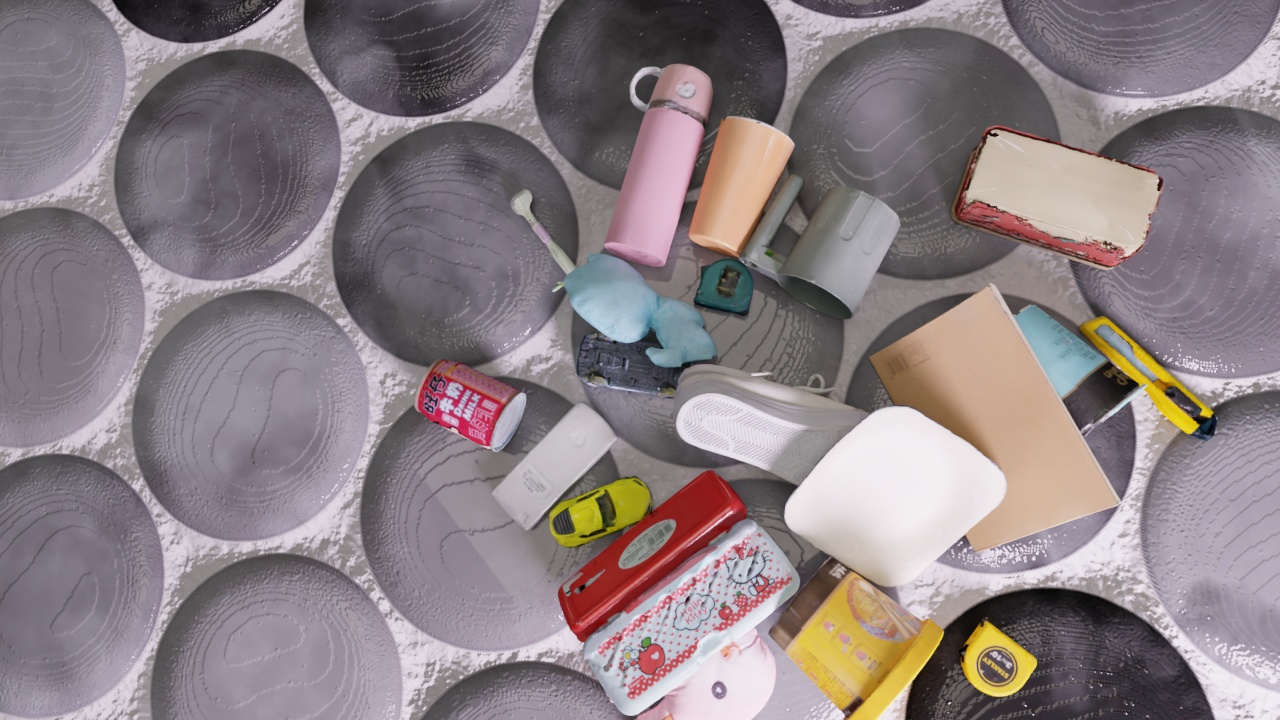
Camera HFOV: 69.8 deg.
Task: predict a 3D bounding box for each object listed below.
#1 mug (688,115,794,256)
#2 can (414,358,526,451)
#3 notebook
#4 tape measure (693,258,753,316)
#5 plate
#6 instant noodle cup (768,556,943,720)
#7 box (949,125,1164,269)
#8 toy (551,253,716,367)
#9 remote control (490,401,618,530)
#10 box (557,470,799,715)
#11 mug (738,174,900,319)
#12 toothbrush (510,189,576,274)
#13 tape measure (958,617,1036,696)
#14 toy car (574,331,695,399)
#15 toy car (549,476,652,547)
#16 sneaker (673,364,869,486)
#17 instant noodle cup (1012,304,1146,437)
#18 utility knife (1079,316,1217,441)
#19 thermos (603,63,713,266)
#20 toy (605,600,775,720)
[{"bbox_3d":[0.095,-0.170,0.915,0.078,0.078,0.122,22,89,10],"label":"mug"},{"bbox_3d":[-0.171,0.043,0.919,0.094,0.066,0.066,24,85,10],"label":"can"},{"bbox_3d":[0.310,0.057,0.830,0.012,0.150,0.211,-16,75,-40],"label":"notebook"},{"bbox_3d":[0.086,-0.075,0.924,0.058,0.025,0.054,13,84,9],"label":"tape measure"},{"bbox_3d":[0.228,0.119,0.836,0.163,0.034,0.165,33,112,-17],"label":"plate"},{"bbox_3d":[0.186,0.248,0.819,0.114,0.118,0.118,39,88,19],"label":"instant noodle cup"},{"bbox_3d":[0.392,-0.155,0.869,0.168,0.077,0.091,20,83,11],"label":"box"},{"bbox_3d":[-0.008,-0.051,0.902,0.156,0.050,0.161,9,39,-20],"label":"toy"},{"bbox_3d":[-0.085,0.105,0.921,0.056,0.019,0.135,43,89,12],"label":"remote control"},{"bbox_3d":[0.027,0.206,0.843,0.201,0.065,0.159,-38,49,0],"label":"box"},{"bbox_3d":[0.174,-0.114,0.889,0.124,0.084,0.103,30,84,10],"label":"mug"},{"bbox_3d":[-0.074,-0.099,0.953,0.029,0.020,0.189,-43,78,30],"label":"toothbrush"},{"bbox_3d":[0.322,0.274,0.836,0.060,0.029,0.057,37,86,11],"label":"tape measure"},{"bbox_3d":[-0.006,0.005,0.919,0.120,0.037,0.054,9,80,-1],"label":"toy car"},{"bbox_3d":[-0.040,0.149,0.903,0.105,0.032,0.048,-21,79,2],"label":"toy car"},{"bbox_3d":[0.146,0.060,0.875,0.242,0.090,0.090,16,117,-8],"label":"sneaker"},{"bbox_3d":[0.371,0.016,0.838,0.111,0.111,0.120,-39,69,0],"label":"instant noodle cup"},{"bbox_3d":[0.478,0.016,0.862,0.033,0.015,0.154,-43,78,-3],"label":"utility knife"},{"bbox_3d":[0.012,-0.202,0.930,0.087,0.067,0.198,16,85,-5],"label":"thermos"},{"bbox_3d":[0.046,0.298,0.860,0.159,0.054,0.121,-39,76,8],"label":"toy"}]
